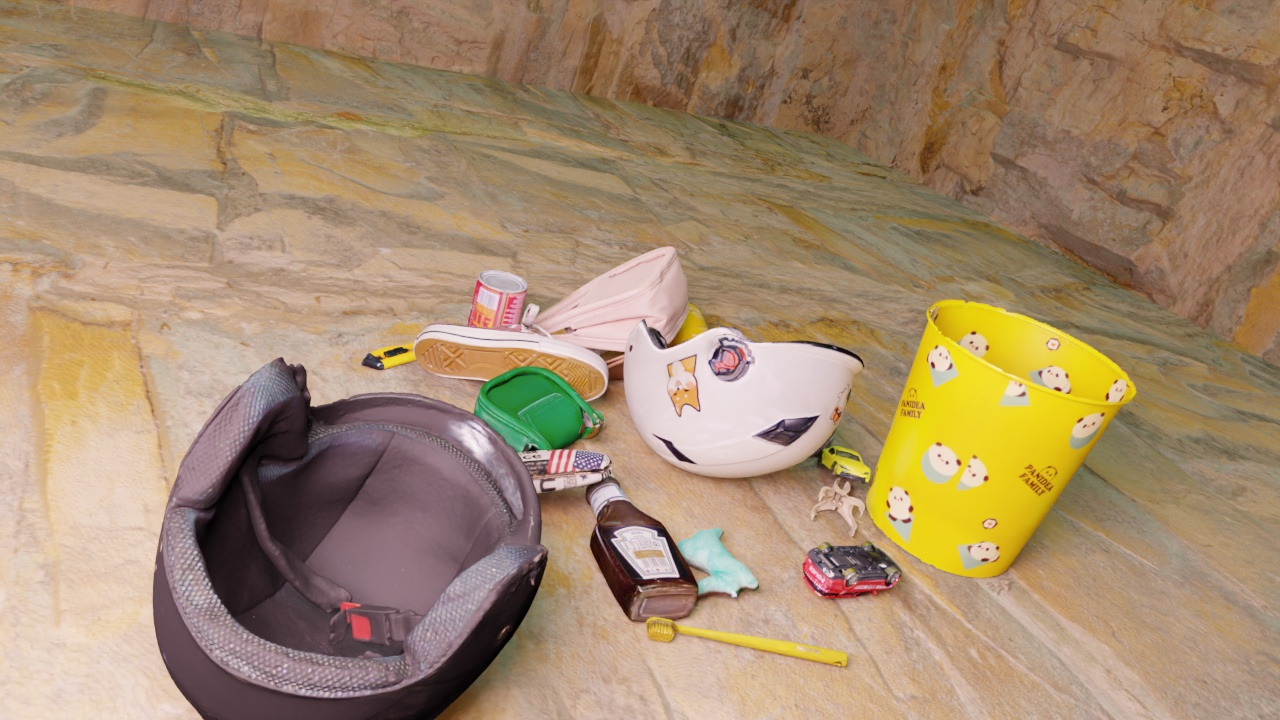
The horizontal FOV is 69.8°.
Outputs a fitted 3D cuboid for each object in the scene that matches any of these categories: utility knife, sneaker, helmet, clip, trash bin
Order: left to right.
[{"bbox_3d":[-0.195,0.139,0.630,0.233,0.231,0.273,36,29,6],"label":"helmet"},{"bbox_3d":[-0.282,-0.014,1.142,0.033,0.015,0.156,32,28,23],"label":"utility knife"},{"bbox_3d":[-0.150,-0.014,1.114,0.241,0.118,0.087,10,41,9],"label":"sneaker"},{"bbox_3d":[0.104,0.056,1.040,0.274,0.156,0.230,6,-10,28],"label":"helmet"},{"bbox_3d":[0.222,0.162,1.074,0.095,0.035,0.102,12,21,-14],"label":"clip"},{"bbox_3d":[0.392,0.093,1.059,0.229,0.256,0.229,14,26,-7],"label":"trash bin"}]

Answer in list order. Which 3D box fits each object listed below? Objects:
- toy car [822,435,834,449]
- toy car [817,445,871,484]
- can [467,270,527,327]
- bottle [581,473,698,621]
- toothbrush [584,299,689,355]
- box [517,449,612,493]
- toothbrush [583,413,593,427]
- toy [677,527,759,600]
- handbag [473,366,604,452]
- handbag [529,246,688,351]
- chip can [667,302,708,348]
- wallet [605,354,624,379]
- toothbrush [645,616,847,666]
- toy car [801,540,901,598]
[{"bbox_3d":[0.203,0.080,1.224,0.121,0.037,0.054,32,28,32],"label":"toy car"},{"bbox_3d":[0.255,0.127,1.140,0.048,0.032,0.105,16,6,-5],"label":"toy car"},{"bbox_3d":[-0.190,-0.063,1.208,0.066,0.094,0.066,14,25,-7],"label":"can"},{"bbox_3d":[-0.012,0.172,0.895,0.079,0.044,0.195,4,27,-26],"label":"bottle"},{"bbox_3d":[-0.011,-0.046,1.288,0.220,0.027,0.026,-29,88,-34],"label":"toothbrush"},{"bbox_3d":[-0.108,0.114,0.911,0.164,0.052,0.069,-5,20,-17],"label":"box"},{"bbox_3d":[-0.105,0.036,1.148,0.189,0.029,0.021,41,-6,44],"label":"toothbrush"},{"bbox_3d":[0.072,0.203,0.903,0.096,0.030,0.092,-14,36,-38],"label":"toy"},{"bbox_3d":[-0.117,0.067,1.016,0.120,0.068,0.131,27,27,18],"label":"handbag"},{"bbox_3d":[-0.058,-0.065,1.227,0.234,0.093,0.192,-12,19,17],"label":"handbag"},{"bbox_3d":[0.073,-0.011,1.291,0.072,0.072,0.213,12,25,-11],"label":"chip can"},{"bbox_3d":[-0.007,0.007,1.191,0.101,0.020,0.116,-1,-12,-34],"label":"wallet"},{"bbox_3d":[0.097,0.256,0.824,0.190,0.016,0.016,13,30,-9],"label":"toothbrush"},{"bbox_3d":[0.217,0.217,0.944,0.120,0.045,0.053,6,29,-35],"label":"toy car"}]
